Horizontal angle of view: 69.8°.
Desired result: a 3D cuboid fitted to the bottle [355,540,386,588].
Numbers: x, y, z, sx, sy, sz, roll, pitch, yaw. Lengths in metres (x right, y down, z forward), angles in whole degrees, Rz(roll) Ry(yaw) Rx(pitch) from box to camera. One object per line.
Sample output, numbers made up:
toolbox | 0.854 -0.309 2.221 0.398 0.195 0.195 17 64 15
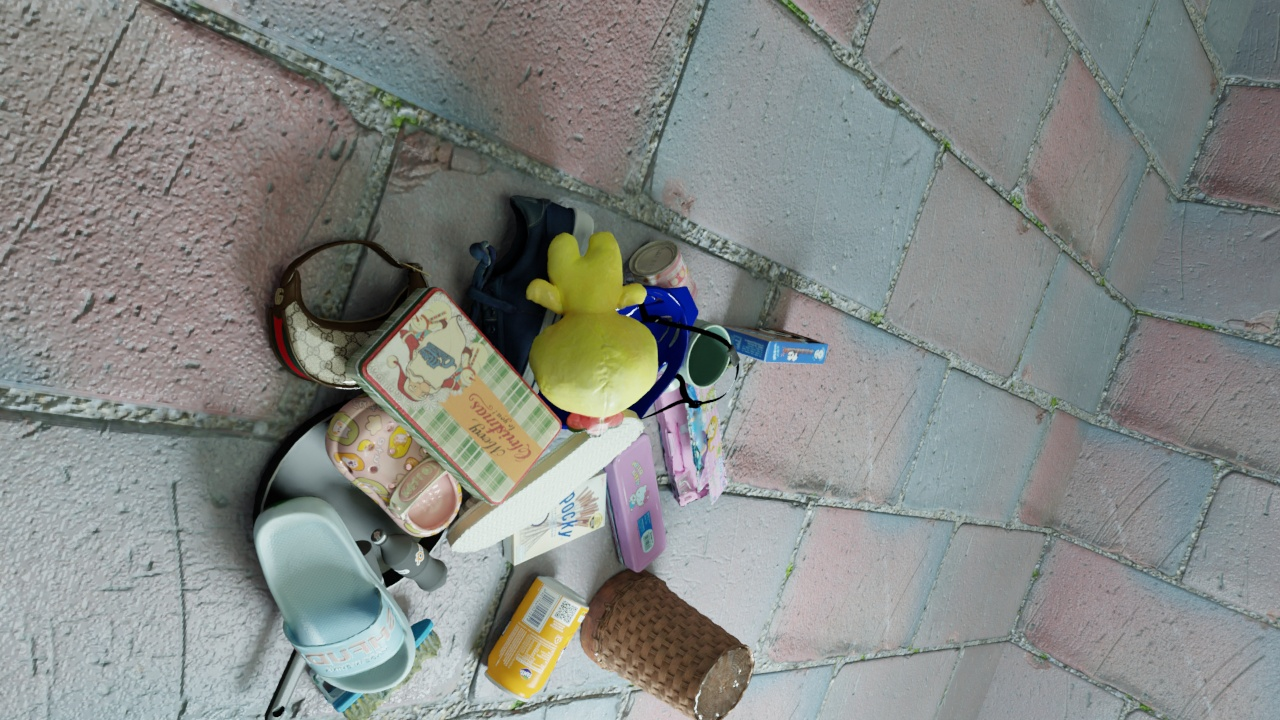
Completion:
bottle | -0.280 0.240 0.954 0.030 0.030 0.113 -29 126 -34

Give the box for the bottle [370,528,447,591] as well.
bottle | -0.246 0.209 0.972 0.036 0.036 0.110 -52 137 -16

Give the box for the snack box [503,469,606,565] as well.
snack box | -0.107 0.196 1.166 0.149 0.026 0.082 -17 118 -40

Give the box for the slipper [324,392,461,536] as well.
slipper | -0.228 0.112 0.919 0.093 0.082 0.197 -49 137 -22

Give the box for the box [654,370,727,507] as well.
box | 0.079 0.107 1.268 0.084 0.077 0.231 -20 123 -17

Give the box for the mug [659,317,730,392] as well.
mug | 0.042 -0.008 1.173 0.111 0.104 0.084 -51 135 -19

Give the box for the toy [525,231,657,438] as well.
toy | -0.048 -0.029 0.934 0.133 0.092 0.207 -5 78 -15

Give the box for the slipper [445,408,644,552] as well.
slipper | -0.113 0.131 1.028 0.273 0.054 0.114 -37 159 20

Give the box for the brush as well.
brush | -0.289 0.331 1.020 0.135 0.055 0.075 -38 108 -29

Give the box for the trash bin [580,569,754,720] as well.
trash bin | 0.041 0.400 1.269 0.150 0.210 0.151 -21 121 -39

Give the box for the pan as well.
pan | -0.315 0.204 0.950 0.225 0.034 0.356 25 88 -48

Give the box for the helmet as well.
helmet | -0.006 0.006 1.039 0.241 0.228 0.148 -42 124 -22

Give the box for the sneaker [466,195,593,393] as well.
sneaker | -0.155 -0.040 0.977 0.127 0.121 0.294 19 91 -25

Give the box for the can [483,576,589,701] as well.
can | -0.132 0.352 1.168 0.142 0.079 0.079 -58 137 -10

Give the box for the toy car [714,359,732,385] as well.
toy car | 0.096 0.015 1.293 0.038 0.027 0.090 34 97 -39

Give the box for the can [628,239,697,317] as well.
can | 0.030 -0.101 1.148 0.067 0.067 0.076 -48 134 -20

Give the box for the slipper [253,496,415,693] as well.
slipper | -0.298 0.239 0.884 0.104 0.074 0.246 -20 120 -9

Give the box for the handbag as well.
handbag | -0.267 -0.045 0.879 0.166 0.063 0.138 -5 101 -43

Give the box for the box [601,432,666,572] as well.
box | -0.010 0.192 1.260 0.076 0.036 0.214 -35 129 -35

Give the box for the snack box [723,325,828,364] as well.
snack box | 0.195 -0.023 1.337 0.151 0.087 0.034 2 104 -46

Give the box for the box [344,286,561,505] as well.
box | -0.174 0.036 0.885 0.117 0.050 0.205 -49 121 -22
